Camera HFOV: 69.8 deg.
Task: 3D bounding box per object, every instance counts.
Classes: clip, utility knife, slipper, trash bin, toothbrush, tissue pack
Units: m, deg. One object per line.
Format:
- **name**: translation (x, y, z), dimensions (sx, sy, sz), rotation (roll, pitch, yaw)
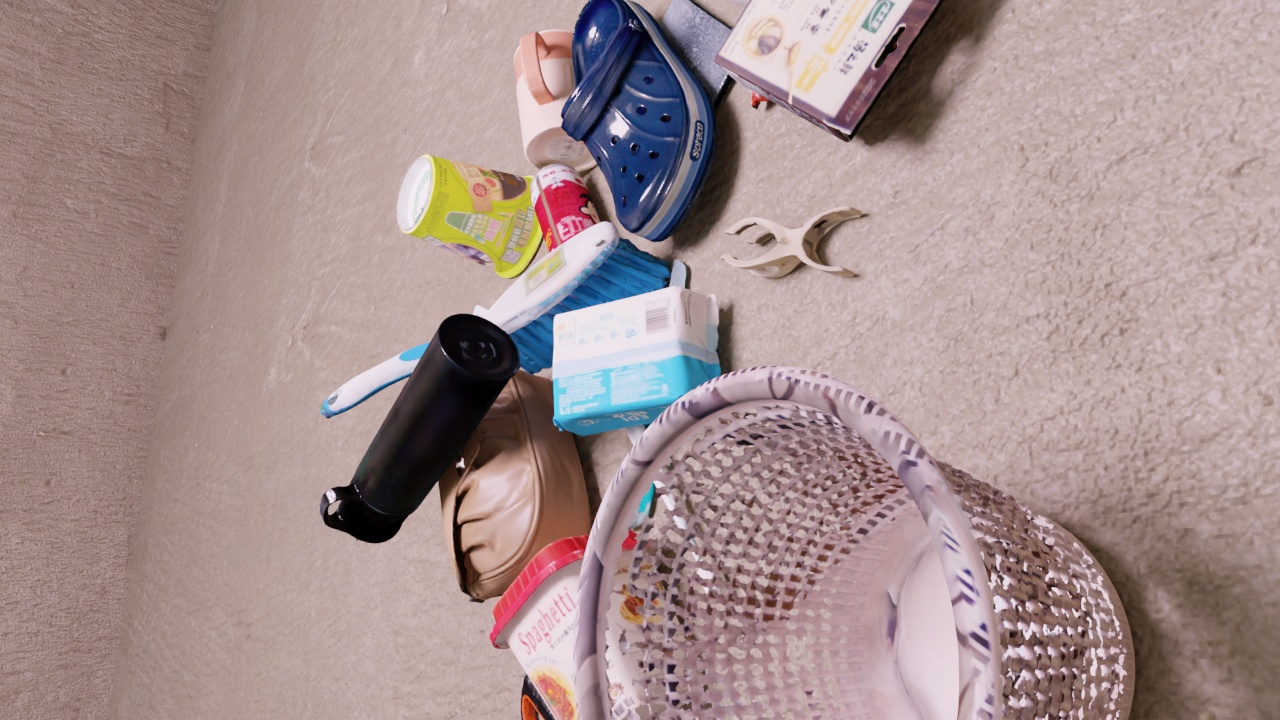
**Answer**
- **clip**: translation (0.103, -0.079, 0.625), dimensions (0.101, 0.034, 0.074), rotation (4, 82, 48)
- **utility knife**: translation (0.012, 0.026, 0.725), dimensions (0.029, 0.013, 0.219), rotation (4, 82, 49)
- **slipper**: translation (-0.016, -0.215, 0.747), dimensions (0.105, 0.095, 0.252), rotation (-49, 46, 42)
- **trash bin**: translation (0.109, 0.129, 0.419), dimensions (0.228, 0.192, 0.227), rotation (-20, 64, 48)
- **toothbrush**: translation (0.022, 0.099, 0.680), dimensions (0.016, 0.016, 0.180), rotation (-44, 50, 19)
- **tissue pack**: translation (-0.004, 0.004, 0.692), dimensions (0.140, 0.063, 0.090), rotation (-12, 68, 26)

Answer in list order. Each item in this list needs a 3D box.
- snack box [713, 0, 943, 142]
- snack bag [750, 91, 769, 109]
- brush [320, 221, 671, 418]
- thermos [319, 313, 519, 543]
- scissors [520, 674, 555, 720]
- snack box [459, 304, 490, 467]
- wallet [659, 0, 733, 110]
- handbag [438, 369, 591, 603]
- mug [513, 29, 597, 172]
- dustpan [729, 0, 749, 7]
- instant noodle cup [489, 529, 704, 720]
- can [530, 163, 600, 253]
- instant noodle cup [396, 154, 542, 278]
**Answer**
- **snack box**: translation (0.127, -0.211, 0.587), dimensions (0.125, 0.053, 0.113), rotation (40, 105, 29)
- **snack bag**: translation (0.115, -0.204, 0.649), dimensions (0.105, 0.026, 0.045), rotation (15, 87, 52)
- **brush**: translation (-0.127, -0.018, 0.775), dimensions (0.315, 0.109, 0.060), rotation (-35, 45, 21)
- **thermos**: translation (-0.191, 0.068, 0.758), dimensions (0.068, 0.089, 0.243), rotation (54, 127, 21)
- **scissors**: translation (-0.035, 0.316, 0.702), dimensions (0.235, 0.021, 0.139), rotation (58, 132, 38)
- **snack box**: translation (-0.165, 0.027, 0.944), dimensions (0.085, 0.026, 0.157), rotation (26, 100, 52)
- **wallet**: translation (0.038, -0.244, 0.771), dimensions (0.097, 0.019, 0.120), rotation (-60, 41, 25)
- **handbag**: translation (-0.124, 0.104, 0.808), dimensions (0.148, 0.099, 0.204), rotation (-48, 41, 25)
- **mug**: translation (-0.079, -0.245, 0.847), dimensions (0.082, 0.114, 0.105), rotation (-13, 67, 13)
- **dustpan**: translation (0.073, -0.380, 0.623), dimensions (0.223, 0.257, 0.142), rotation (-36, 29, 41)
- **instant noodle cup**: translation (-0.027, 0.201, 0.654), dimensions (0.117, 0.116, 0.124), rotation (-52, 56, 30)
- **can**: translation (-0.062, -0.118, 0.831), dimensions (0.053, 0.053, 0.132), rotation (-49, 45, 32)
- **instant noodle cup**: translation (-0.175, -0.152, 0.931), dimensions (0.112, 0.123, 0.111), rotation (-20, 64, 48)
